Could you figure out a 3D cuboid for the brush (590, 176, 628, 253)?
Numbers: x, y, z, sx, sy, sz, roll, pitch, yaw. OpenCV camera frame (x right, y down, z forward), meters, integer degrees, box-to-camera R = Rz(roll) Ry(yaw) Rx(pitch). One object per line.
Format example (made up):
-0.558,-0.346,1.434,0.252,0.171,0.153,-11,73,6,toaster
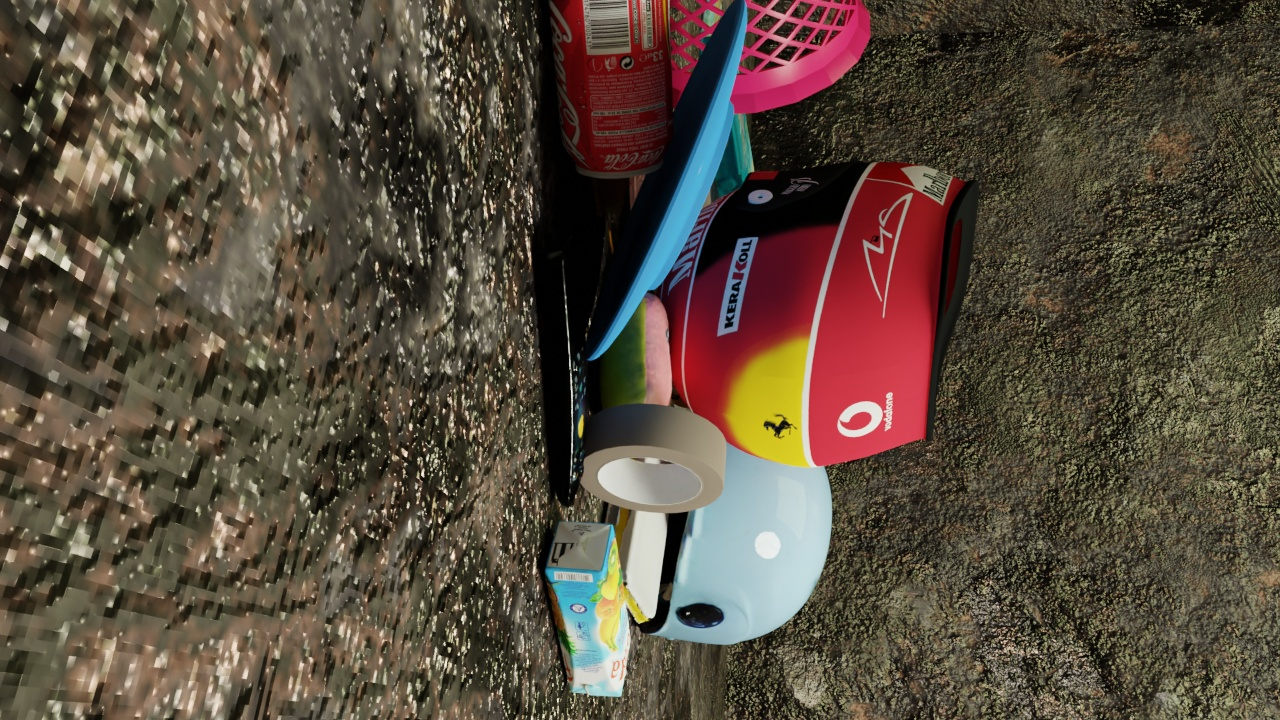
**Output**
-0.020,-0.126,0.624,0.127,0.017,0.048,82,13,-46,brush

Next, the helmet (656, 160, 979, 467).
0.128,-0.045,0.710,0.270,0.225,0.198,-62,151,-42,helmet

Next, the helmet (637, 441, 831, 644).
0.088,0.141,0.837,0.266,0.167,0.224,95,4,-53,helmet

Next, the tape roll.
0.007,0.064,0.587,0.094,0.094,0.030,78,16,-55,tape roll

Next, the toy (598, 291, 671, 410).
-0.004,0.004,0.640,0.090,0.051,0.110,83,7,-79,toy

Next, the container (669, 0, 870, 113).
0.058,-0.310,0.598,0.226,0.183,0.182,74,19,-51,container

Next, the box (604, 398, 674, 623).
0.002,0.104,0.724,0.209,0.045,0.066,-79,165,-45,box

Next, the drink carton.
-0.029,0.150,0.545,0.044,0.038,0.129,-78,167,-49,drink carton

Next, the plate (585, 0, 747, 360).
0.020,-0.101,0.545,0.224,0.024,0.224,-160,-88,-82,plate

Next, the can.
-0.015,-0.158,0.502,0.064,0.064,0.105,-73,162,-60,can

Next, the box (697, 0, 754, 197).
0.086,-0.233,0.895,0.227,0.039,0.181,66,24,-59,box

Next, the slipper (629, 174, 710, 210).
0.032,-0.145,0.813,0.238,0.064,0.094,-75,164,-61,slipper

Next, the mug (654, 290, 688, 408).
0.040,-0.021,0.889,0.096,0.077,0.112,73,-8,-63,mug

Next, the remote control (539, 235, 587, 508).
-0.042,0.008,0.508,0.041,0.020,0.152,-70,160,-67,remote control

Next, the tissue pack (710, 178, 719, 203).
0.057,-0.151,0.972,0.093,0.062,0.144,4,86,-80,tissue pack
